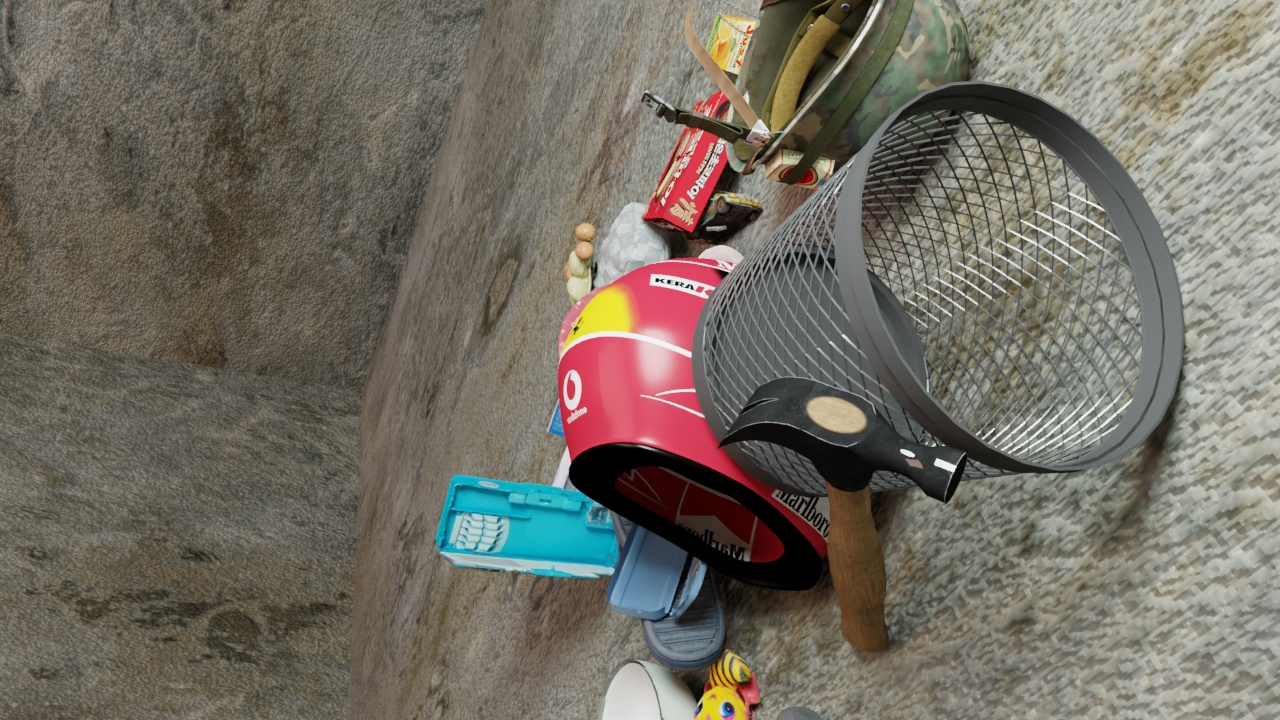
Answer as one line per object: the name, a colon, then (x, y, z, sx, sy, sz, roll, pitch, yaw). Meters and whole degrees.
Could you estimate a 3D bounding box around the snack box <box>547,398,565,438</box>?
snack box: (-0.092, 0.041, 1.277, 0.154, 0.033, 0.088, -79, 9, -74)

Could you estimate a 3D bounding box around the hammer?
hammer: (0.131, 0.117, 0.583, 0.132, 0.306, 0.040, 23, 63, 30)

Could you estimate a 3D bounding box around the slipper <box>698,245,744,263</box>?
slipper: (0.060, -0.025, 0.947, 0.094, 0.064, 0.238, -20, 52, 45)

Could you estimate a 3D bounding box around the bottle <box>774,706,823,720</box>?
bottle: (0.115, 0.331, 0.742, 0.047, 0.047, 0.112, -123, 48, -58)

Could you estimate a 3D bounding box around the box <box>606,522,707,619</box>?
box: (0.045, 0.154, 0.888, 0.122, 0.047, 0.208, -20, 33, 38)

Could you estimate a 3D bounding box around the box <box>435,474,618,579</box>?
box: (-0.115, 0.214, 1.081, 0.117, 0.226, 0.097, -134, 58, -63)

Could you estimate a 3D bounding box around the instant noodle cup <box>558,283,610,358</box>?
instant noodle cup: (-0.006, 0.006, 1.024, 0.078, 0.178, 0.178, 109, 161, -60)

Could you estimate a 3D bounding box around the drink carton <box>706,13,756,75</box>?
drink carton: (0.118, -0.352, 1.038, 0.122, 0.041, 0.058, 52, 127, 59)

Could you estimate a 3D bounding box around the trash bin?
trash bin: (0.165, -0.020, 0.586, 0.228, 0.217, 0.217, 145, 131, -63)

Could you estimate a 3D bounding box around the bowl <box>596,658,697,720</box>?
bowl: (0.016, 0.377, 0.910, 0.153, 0.072, 0.153, -170, 90, -66)

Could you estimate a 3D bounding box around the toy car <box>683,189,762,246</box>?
toy car: (0.088, -0.165, 1.012, 0.112, 0.047, 0.047, -30, 58, 59)

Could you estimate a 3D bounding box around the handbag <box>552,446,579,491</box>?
handbag: (-0.068, 0.132, 1.221, 0.126, 0.069, 0.159, -100, 28, -69)

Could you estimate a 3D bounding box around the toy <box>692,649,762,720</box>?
toy: (0.077, 0.317, 0.836, 0.084, 0.046, 0.103, 174, 109, -72)

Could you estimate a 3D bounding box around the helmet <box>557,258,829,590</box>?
helmet: (0.064, 0.032, 0.773, 0.198, 0.271, 0.224, -35, 28, 56)

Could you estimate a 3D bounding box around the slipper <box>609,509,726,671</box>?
slipper: (0.030, 0.216, 0.935, 0.263, 0.101, 0.083, -107, 12, -53)

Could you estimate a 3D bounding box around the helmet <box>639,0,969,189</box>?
helmet: (0.126, -0.236, 0.721, 0.225, 0.236, 0.192, -19, 57, 52)

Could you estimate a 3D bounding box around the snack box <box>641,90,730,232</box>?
snack box: (0.061, -0.222, 1.041, 0.152, 0.036, 0.132, -64, 13, 3)

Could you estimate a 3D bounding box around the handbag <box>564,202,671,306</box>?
handbag: (-0.033, -0.126, 1.176, 0.172, 0.123, 0.112, 124, 154, -52)
